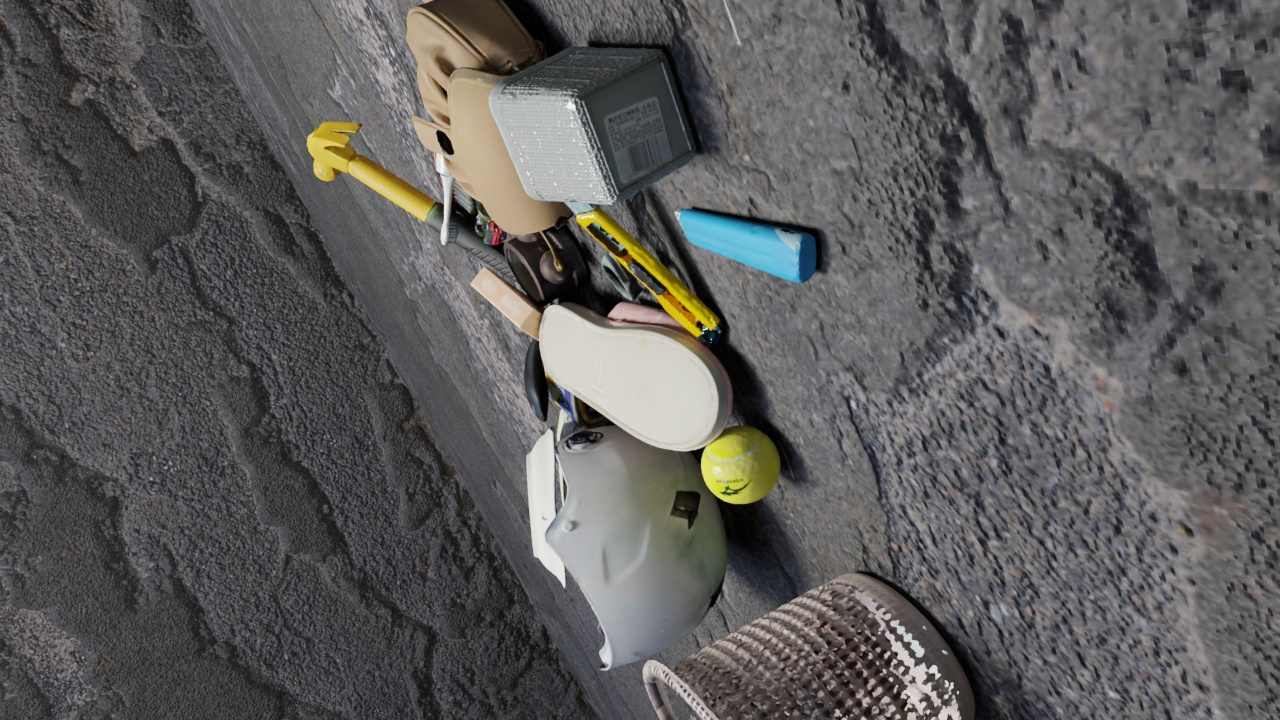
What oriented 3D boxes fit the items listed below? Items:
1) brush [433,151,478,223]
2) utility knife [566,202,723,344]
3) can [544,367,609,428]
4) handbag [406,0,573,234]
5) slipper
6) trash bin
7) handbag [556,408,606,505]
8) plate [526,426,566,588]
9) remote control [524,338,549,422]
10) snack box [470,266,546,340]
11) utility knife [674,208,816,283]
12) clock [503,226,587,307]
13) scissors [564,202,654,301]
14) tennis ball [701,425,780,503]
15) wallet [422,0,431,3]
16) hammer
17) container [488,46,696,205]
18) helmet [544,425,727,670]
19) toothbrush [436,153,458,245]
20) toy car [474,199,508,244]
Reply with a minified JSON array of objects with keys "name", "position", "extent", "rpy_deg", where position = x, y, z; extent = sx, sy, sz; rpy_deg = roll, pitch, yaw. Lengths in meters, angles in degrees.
[{"name":"brush","position":[-0.192,-0.194,1.010],"extent":[0.069,0.063,0.146],"rpy_deg":[41,160,9]},{"name":"utility knife","position":[-0.005,-0.077,0.717],"extent":[0.192,0.015,0.033],"rpy_deg":[42,146,-11]},{"name":"can","position":[-0.059,0.019,0.998],"extent":[0.049,0.074,0.148],"rpy_deg":[44,159,26]},{"name":"handbag","position":[-0.128,-0.203,0.779],"extent":[0.148,0.099,0.205],"rpy_deg":[39,156,33]},{"name":"slipper","position":[-0.005,0.005,0.835],"extent":[0.275,0.054,0.114],"rpy_deg":[19,114,50]},{"name":"trash bin","position":[0.142,0.281,0.722],"extent":[0.227,0.191,0.228],"rpy_deg":[49,159,25]},{"name":"handbag","position":[-0.073,0.129,1.074],"extent":[0.179,0.063,0.163],"rpy_deg":[68,-168,-58]},{"name":"plate","position":[-0.102,0.155,0.991],"extent":[0.164,0.034,0.164],"rpy_deg":[175,90,-84]},{"name":"remote control","position":[-0.116,0.019,1.026],"extent":[0.136,0.024,0.053],"rpy_deg":[-97,-4,-57]},{"name":"snack box","position":[-0.111,-0.044,0.991],"extent":[0.084,0.026,0.157],"rpy_deg":[41,-177,28]},{"name":"utility knife","position":[0.065,-0.083,0.621],"extent":[0.162,0.018,0.034],"rpy_deg":[30,144,57]},{"name":"clock","position":[-0.096,-0.103,0.922],"extent":[0.082,0.055,0.122],"rpy_deg":[55,164,11]},{"name":"scissors","position":[-0.026,-0.098,0.759],"extent":[0.178,0.014,0.159],"rpy_deg":[40,166,8]},{"name":"tennis ball","position":[0.083,0.087,0.762],"extent":[0.065,0.065,0.066],"rpy_deg":[48,159,25]},{"name":"wallet","position":[-0.183,-0.354,0.786],"extent":[0.090,0.033,0.115],"rpy_deg":[60,162,1]},{"name":"hammer","position":[-0.225,-0.160,0.995],"extent":[0.300,0.032,0.129],"rpy_deg":[33,160,-8]},{"name":"container","position":[-0.031,-0.161,0.628],"extent":[0.114,0.090,0.090],"rpy_deg":[23,142,54]},{"name":"helmet","position":[0.011,0.168,0.925],"extent":[0.258,0.146,0.229],"rpy_deg":[-80,-23,-65]},{"name":"toothbrush","position":[-0.186,-0.213,0.901],"extent":[0.026,0.026,0.221],"rpy_deg":[48,139,44]},{"name":"toy car","position":[-0.147,-0.175,0.906],"extent":[0.053,0.045,0.120],"rpy_deg":[136,127,-72]}]
